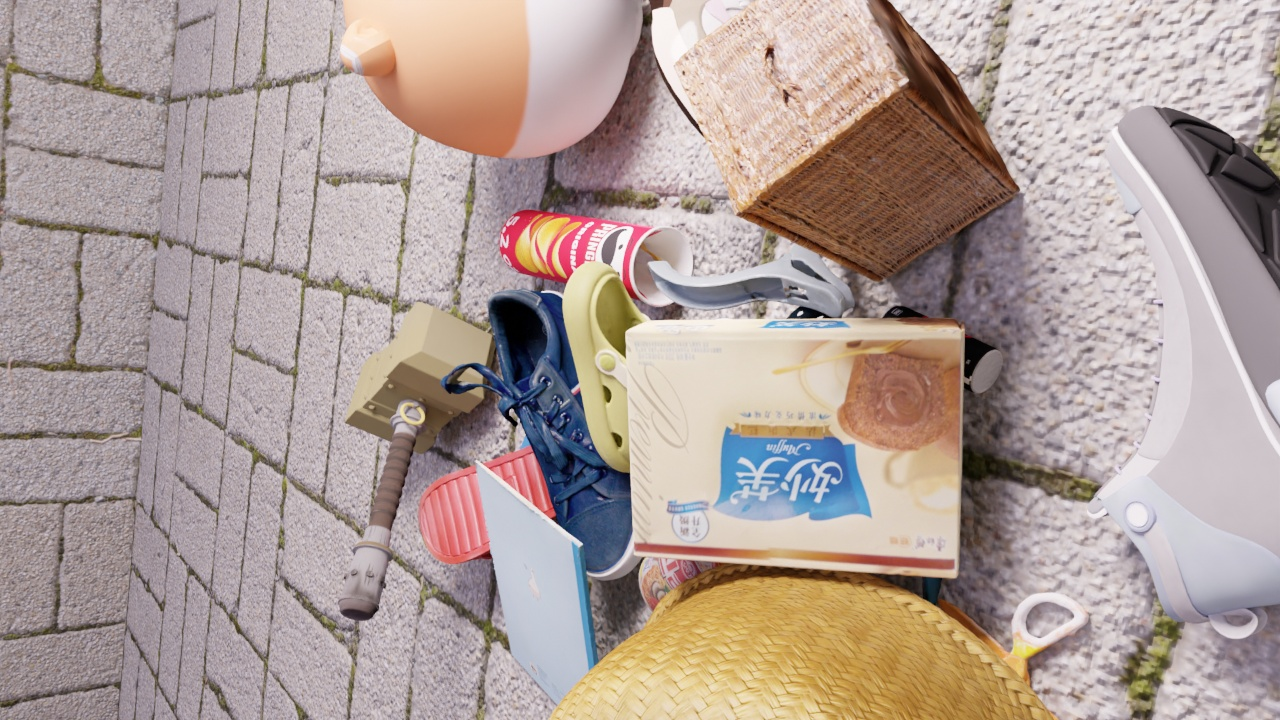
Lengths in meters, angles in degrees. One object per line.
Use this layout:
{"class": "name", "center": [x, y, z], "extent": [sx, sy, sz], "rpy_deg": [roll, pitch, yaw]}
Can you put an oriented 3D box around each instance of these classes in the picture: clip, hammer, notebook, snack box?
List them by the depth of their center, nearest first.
{"class": "snack box", "center": [0.097, 0.052, 0.586], "extent": [0.208, 0.055, 0.153], "rpy_deg": [0, 99, 16]}
{"class": "clip", "center": [0.069, -0.069, 0.666], "extent": [0.164, 0.031, 0.168], "rpy_deg": [-18, 38, 11]}
{"class": "notebook", "center": [-0.093, 0.236, 0.874], "extent": [0.181, 0.009, 0.254], "rpy_deg": [28, 132, 46]}
{"class": "hammer", "center": [-0.263, 0.119, 0.985], "extent": [0.191, 0.100, 0.324], "rpy_deg": [-38, 35, 41]}

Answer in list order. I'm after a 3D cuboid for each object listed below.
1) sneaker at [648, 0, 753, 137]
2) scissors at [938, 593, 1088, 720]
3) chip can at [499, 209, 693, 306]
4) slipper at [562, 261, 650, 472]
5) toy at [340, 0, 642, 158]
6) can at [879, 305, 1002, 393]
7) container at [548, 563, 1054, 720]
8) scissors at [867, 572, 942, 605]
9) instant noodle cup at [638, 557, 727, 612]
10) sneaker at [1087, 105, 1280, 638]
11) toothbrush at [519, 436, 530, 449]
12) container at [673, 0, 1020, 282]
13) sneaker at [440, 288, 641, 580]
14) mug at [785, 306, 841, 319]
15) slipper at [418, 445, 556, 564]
{"class": "sneaker", "center": [0.072, -0.299, 0.726], "extent": [0.117, 0.111, 0.293], "rpy_deg": [-26, 67, 31]}
{"class": "scissors", "center": [0.233, 0.191, 0.568], "extent": [0.125, 0.011, 0.131], "rpy_deg": [47, 120, 38]}
{"class": "chip can", "center": [-0.050, -0.102, 0.871], "extent": [0.221, 0.069, 0.069], "rpy_deg": [17, 101, 49]}
{"class": "slipper", "center": [-0.005, 0.005, 0.776], "extent": [0.082, 0.091, 0.191], "rpy_deg": [-4, 116, 27]}
{"class": "toy", "center": [-0.142, -0.321, 0.836], "extent": [0.262, 0.280, 0.266], "rpy_deg": [64, 152, 29]}
{"class": "can", "center": [0.196, -0.009, 0.608], "extent": [0.080, 0.031, 0.031], "rpy_deg": [35, 113, 45]}
{"class": "container", "center": [0.077, 0.284, 0.547], "extent": [0.308, 0.196, 0.307], "rpy_deg": [6, 102, 32]}
{"class": "scissors", "center": [0.184, 0.099, 0.625], "extent": [0.119, 0.019, 0.151], "rpy_deg": [-38, 56, 45]}
{"class": "instant noodle cup", "center": [0.053, 0.162, 0.723], "extent": [0.113, 0.100, 0.100], "rpy_deg": [-47, 54, 46]}
{"class": "sneaker", "center": [0.280, 0.005, 0.477], "extent": [0.161, 0.093, 0.256], "rpy_deg": [-49, 52, 46]}
{"class": "toothbrush", "center": [-0.097, 0.040, 0.964], "extent": [0.016, 0.014, 0.167], "rpy_deg": [49, 127, 38]}
{"class": "container", "center": [0.132, -0.140, 0.565], "extent": [0.113, 0.198, 0.113], "rpy_deg": [-33, 62, 30]}
{"class": "sneaker", "center": [-0.084, 0.060, 0.840], "extent": [0.121, 0.127, 0.294], "rpy_deg": [-29, 69, 23]}
{"class": "mug", "center": [0.102, 0.003, 0.668], "extent": [0.122, 0.094, 0.085], "rpy_deg": [-57, 49, 30]}
{"class": "slipper", "center": [-0.135, 0.148, 0.966], "extent": [0.249, 0.059, 0.103], "rpy_deg": [-24, 70, 30]}
